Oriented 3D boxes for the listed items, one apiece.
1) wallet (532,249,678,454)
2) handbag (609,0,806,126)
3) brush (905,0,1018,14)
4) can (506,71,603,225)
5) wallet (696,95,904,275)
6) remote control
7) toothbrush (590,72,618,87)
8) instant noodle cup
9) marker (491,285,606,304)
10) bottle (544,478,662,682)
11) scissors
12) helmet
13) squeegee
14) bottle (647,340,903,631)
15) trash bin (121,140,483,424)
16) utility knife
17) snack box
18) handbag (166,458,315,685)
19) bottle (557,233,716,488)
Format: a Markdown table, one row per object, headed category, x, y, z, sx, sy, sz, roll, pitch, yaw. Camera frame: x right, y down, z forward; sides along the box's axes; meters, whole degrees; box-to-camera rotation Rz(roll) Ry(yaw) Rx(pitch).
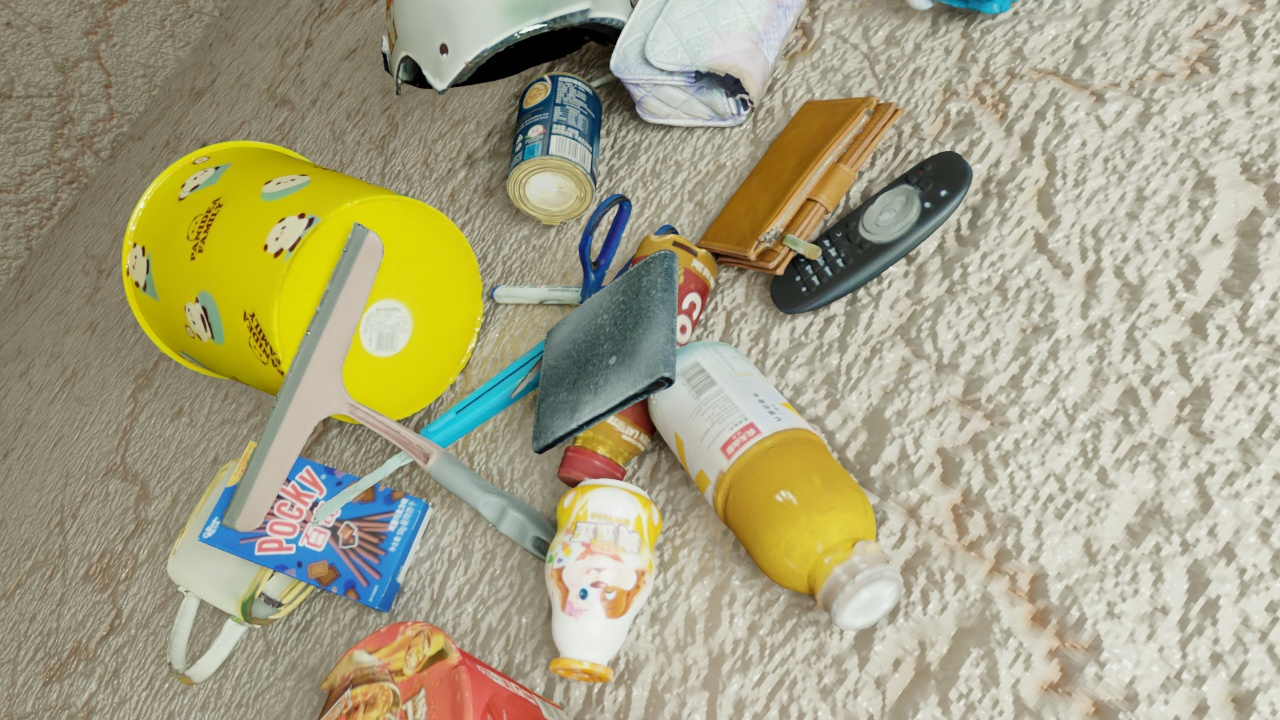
| category | x | y | z | sx | sy | sz | roll | pitch | yaw |
| --- | --- | --- | --- | --- | --- | --- | --- | --- | --- |
| wallet | -0.023 | -0.004 | 0.558 | 0.121 | 0.019 | 0.097 | -31 | 40 | 36 |
| handbag | 0.064 | -0.281 | 0.729 | 0.134 | 0.075 | 0.193 | 13 | 71 | 34 |
| brush | 0.262 | -0.360 | 0.632 | 0.110 | 0.060 | 0.314 | 16 | 70 | 51 |
| can | -0.072 | -0.181 | 0.787 | 0.075 | 0.075 | 0.111 | -22 | 48 | 30 |
| wallet | 0.100 | -0.115 | 0.592 | 0.130 | 0.035 | 0.119 | -52 | 26 | -2 |
| remote control | 0.138 | -0.071 | 0.547 | 0.137 | 0.024 | 0.053 | -37 | 36 | 19 |
| toothbrush | -0.009 | -0.270 | 0.842 | 0.181 | 0.016 | 0.016 | -10 | 49 | 39 |
| instant noodle cup | -0.102 | 0.222 | 0.486 | 0.138 | 0.108 | 0.137 | -25 | 46 | 28 |
| marker | -0.071 | -0.053 | 0.735 | 0.146 | 0.017 | 0.016 | 5 | 64 | 44 |
| bottle | -0.024 | 0.125 | 0.523 | 0.063 | 0.063 | 0.108 | -14 | 53 | 36 |
| scissors | -0.033 | -0.044 | 0.639 | 0.162 | 0.164 | 0.012 | -37 | 57 | -25 |
| helmet | -0.125 | -0.331 | 0.813 | 0.229 | 0.157 | 0.274 | -17 | 19 | -13 |
| squeegee | -0.148 | 0.070 | 0.638 | 0.250 | 0.040 | 0.248 | 30 | 97 | 19 |
| bottle | 0.066 | 0.060 | 0.482 | 0.068 | 0.068 | 0.189 | -45 | 41 | 7 |
| trash bin | -0.284 | -0.066 | 0.797 | 0.256 | 0.229 | 0.229 | 18 | 74 | 42 |
| utility knife | -0.145 | 0.051 | 0.682 | 0.238 | 0.018 | 0.034 | -35 | 40 | -3 |
| snack box | -0.246 | 0.124 | 0.695 | 0.157 | 0.026 | 0.084 | 16 | 69 | 12 |
| handbag | -0.334 | 0.178 | 0.765 | 0.164 | 0.063 | 0.178 | 4 | 58 | 43 |
| bottle | -0.004 | 0.003 | 0.598 | 0.058 | 0.057 | 0.174 | 2 | 63 | 44 |
